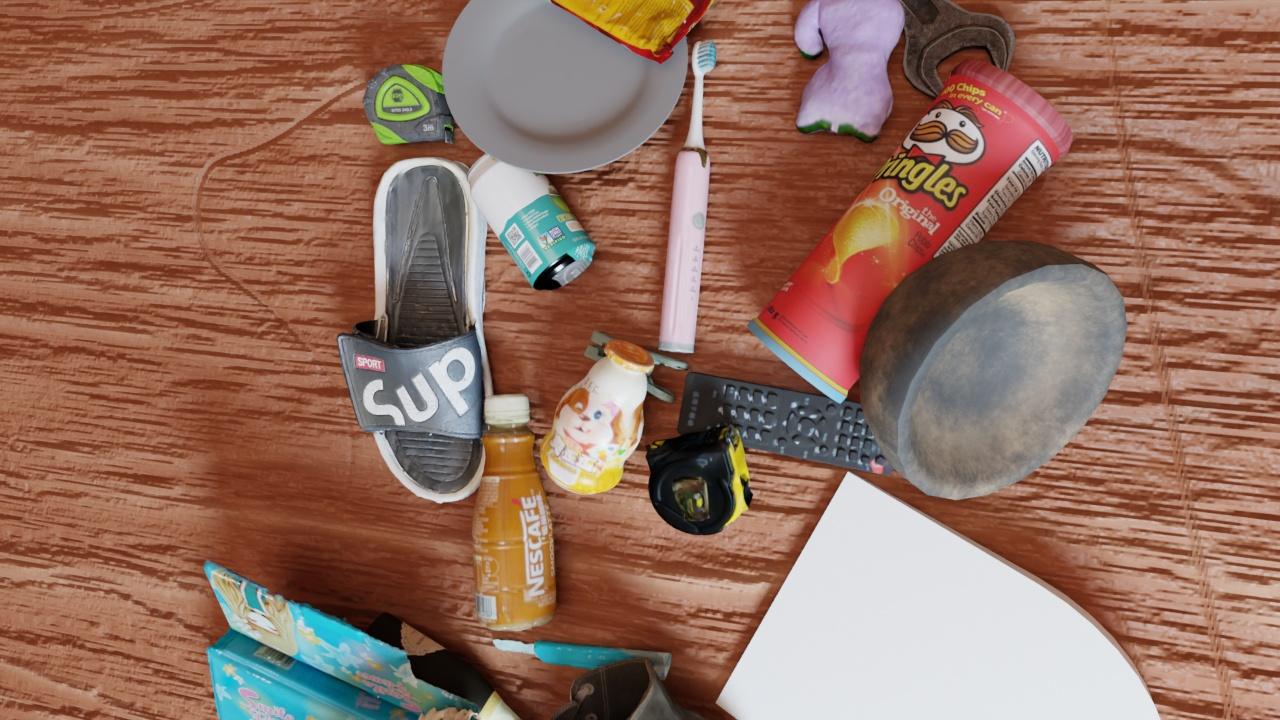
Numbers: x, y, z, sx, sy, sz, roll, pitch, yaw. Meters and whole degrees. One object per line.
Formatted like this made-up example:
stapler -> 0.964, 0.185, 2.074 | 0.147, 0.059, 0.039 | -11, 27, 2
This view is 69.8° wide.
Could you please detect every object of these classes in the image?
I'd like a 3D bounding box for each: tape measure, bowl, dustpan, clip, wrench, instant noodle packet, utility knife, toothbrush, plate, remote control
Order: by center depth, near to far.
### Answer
bowl -> 0.203, 0.000, 0.556 | 0.162, 0.162, 0.070 | -49, 37, 10
dustpan -> 0.210, 0.223, 0.614 | 0.258, 0.053, 0.191 | 31, 98, 24
wrench -> 0.152, -0.290, 0.631 | 0.070, 0.010, 0.273 | -38, 81, 12
tape measure -> 0.041, 0.084, 0.635 | 0.072, 0.042, 0.072 | -14, 112, 20
remote control -> 0.103, 0.043, 0.640 | 0.150, 0.022, 0.047 | 11, 92, 12
instant noodle packet -> -0.012, -0.275, 0.650 | 0.135, 0.040, 0.098 | 33, 80, 11
toothbrush -> 0.035, -0.116, 0.653 | 0.027, 0.027, 0.222 | 7, 93, 43
clip -> -0.004, 0.002, 0.666 | 0.075, 0.023, 0.037 | 24, 97, 15
plate -> -0.055, -0.215, 0.666 | 0.178, 0.012, 0.178 | -1, 75, 5
utility knife -> -0.046, 0.218, 0.681 | 0.141, 0.015, 0.022 | 4, 112, 15
tape measure -> -0.177, -0.196, 0.704 | 0.066, 0.035, 0.059 | 1, 100, 11

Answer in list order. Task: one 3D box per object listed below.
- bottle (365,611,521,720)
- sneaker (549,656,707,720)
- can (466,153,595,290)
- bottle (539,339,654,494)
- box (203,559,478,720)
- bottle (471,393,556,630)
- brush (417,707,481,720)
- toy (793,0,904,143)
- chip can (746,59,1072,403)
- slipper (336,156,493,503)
bottle -> -0.128, 0.256, 0.688 | 0.184, 0.045, 0.045 | 30, 97, 5
sneaker -> -0.046, 0.305, 0.625 | 0.235, 0.095, 0.120 | -37, 104, 11
can -> -0.080, -0.104, 0.668 | 0.055, 0.055, 0.101 | -37, 81, 12
bottle -> -0.027, 0.039, 0.642 | 0.063, 0.063, 0.109 | 30, 111, 12
box -> -0.220, 0.245, 0.678 | 0.227, 0.039, 0.182 | 18, 125, 14
bottle -> -0.094, 0.108, 0.671 | 0.059, 0.059, 0.167 | -4, 88, 14
brush -> -0.175, 0.327, 0.643 | 0.083, 0.056, 0.272 | 40, 123, -2
toy -> 0.137, -0.201, 0.623 | 0.080, 0.036, 0.100 | 16, 99, 30
chip can -> 0.168, -0.079, 0.589 | 0.087, 0.087, 0.213 | 41, 100, 11
slipper -> -0.167, -0.024, 0.689 | 0.111, 0.063, 0.263 | 1, 88, 15
